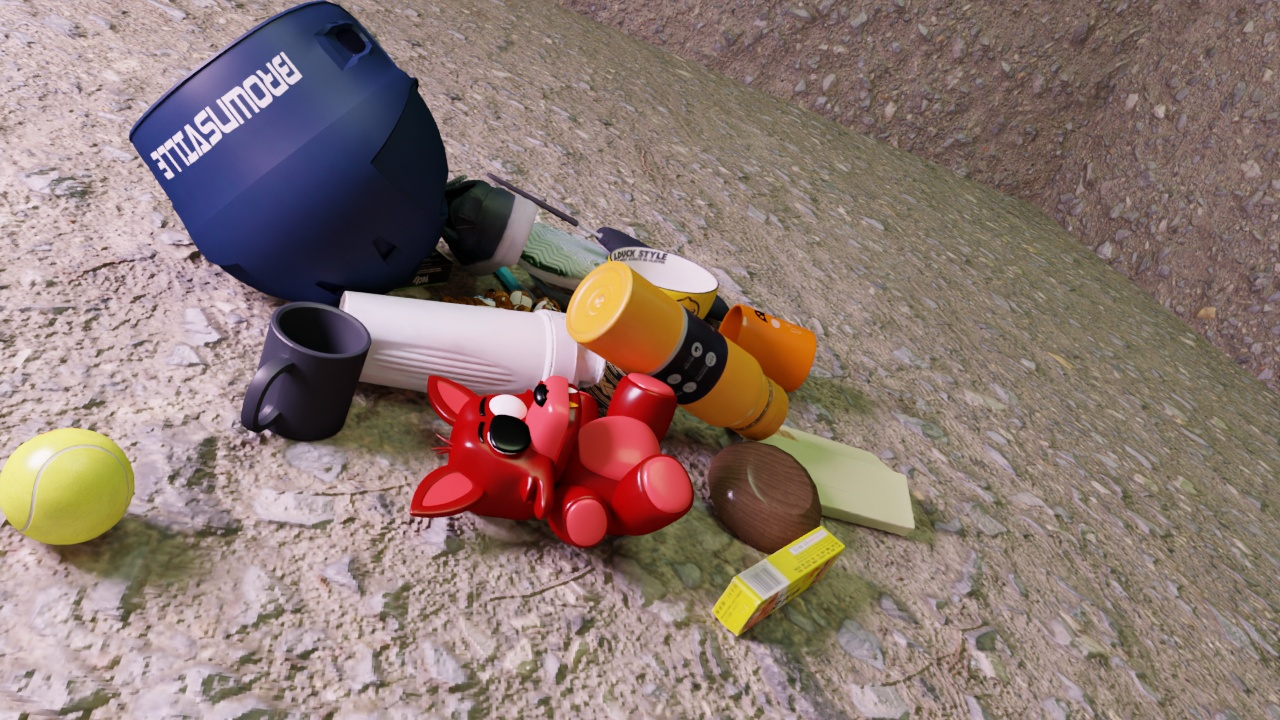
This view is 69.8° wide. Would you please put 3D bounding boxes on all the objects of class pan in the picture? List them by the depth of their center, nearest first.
[{"bbox_3d":[-0.030,-0.142,1.111,0.356,0.021,0.198,26,14,-29],"label":"pan"}]

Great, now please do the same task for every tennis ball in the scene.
[{"bbox_3d":[-0.322,0.071,0.516,0.065,0.065,0.065,21,27,-11],"label":"tennis ball"}]

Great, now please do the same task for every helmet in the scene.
[{"bbox_3d":[-0.276,-0.160,0.808,0.223,0.232,0.272,53,9,-19],"label":"helmet"}]

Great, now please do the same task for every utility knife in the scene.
[{"bbox_3d":[-0.146,-0.091,1.023,0.022,0.015,0.123,16,23,-48],"label":"utility knife"}]

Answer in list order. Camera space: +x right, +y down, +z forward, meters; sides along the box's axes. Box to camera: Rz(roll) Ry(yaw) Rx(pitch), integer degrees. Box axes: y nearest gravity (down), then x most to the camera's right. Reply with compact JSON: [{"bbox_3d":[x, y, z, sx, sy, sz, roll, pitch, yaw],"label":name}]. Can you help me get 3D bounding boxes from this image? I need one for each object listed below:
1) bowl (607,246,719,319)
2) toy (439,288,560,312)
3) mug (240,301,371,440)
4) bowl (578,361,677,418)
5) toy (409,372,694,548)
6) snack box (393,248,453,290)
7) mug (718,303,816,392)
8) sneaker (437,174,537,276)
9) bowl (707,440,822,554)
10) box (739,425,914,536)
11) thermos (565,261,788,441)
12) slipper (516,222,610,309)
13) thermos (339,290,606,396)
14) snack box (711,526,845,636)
[{"bbox_3d":[0.017,-0.065,0.948,0.117,0.068,0.117,13,25,-6],"label":"bowl"},{"bbox_3d":[-0.142,-0.042,0.882,0.087,0.067,0.112,18,1,44],"label":"toy"},{"bbox_3d":[-0.251,0.014,0.668,0.071,0.078,0.104,29,27,5],"label":"mug"},{"bbox_3d":[-0.005,0.005,0.873,0.112,0.061,0.112,11,56,-16],"label":"bowl"},{"bbox_3d":[-0.067,0.069,0.700,0.197,0.121,0.158,10,38,-15],"label":"toy"},{"bbox_3d":[-0.275,-0.127,0.957,0.147,0.025,0.080,39,29,23],"label":"snack box"},{"bbox_3d":[0.140,-0.014,1.088,0.096,0.077,0.113,20,-4,-14],"label":"mug"},{"bbox_3d":[-0.176,-0.141,0.932,0.087,0.089,0.236,20,-3,-23],"label":"sneaker"},{"bbox_3d":[0.119,0.117,0.830,0.117,0.030,0.117,17,45,-18],"label":"bowl"},{"bbox_3d":[0.183,0.106,0.934,0.187,0.047,0.140,18,25,-16],"label":"box"},{"bbox_3d":[0.044,-0.006,0.815,0.076,0.091,0.232,-3,-28,47],"label":"thermos"},{"bbox_3d":[-0.068,-0.092,1.036,0.104,0.074,0.245,36,12,17],"label":"slipper"},{"bbox_3d":[-0.148,-0.008,0.791,0.220,0.099,0.099,9,31,-23],"label":"thermos"},{"bbox_3d":[0.115,0.176,0.745,0.029,0.040,0.147,42,30,25],"label":"snack box"}]
